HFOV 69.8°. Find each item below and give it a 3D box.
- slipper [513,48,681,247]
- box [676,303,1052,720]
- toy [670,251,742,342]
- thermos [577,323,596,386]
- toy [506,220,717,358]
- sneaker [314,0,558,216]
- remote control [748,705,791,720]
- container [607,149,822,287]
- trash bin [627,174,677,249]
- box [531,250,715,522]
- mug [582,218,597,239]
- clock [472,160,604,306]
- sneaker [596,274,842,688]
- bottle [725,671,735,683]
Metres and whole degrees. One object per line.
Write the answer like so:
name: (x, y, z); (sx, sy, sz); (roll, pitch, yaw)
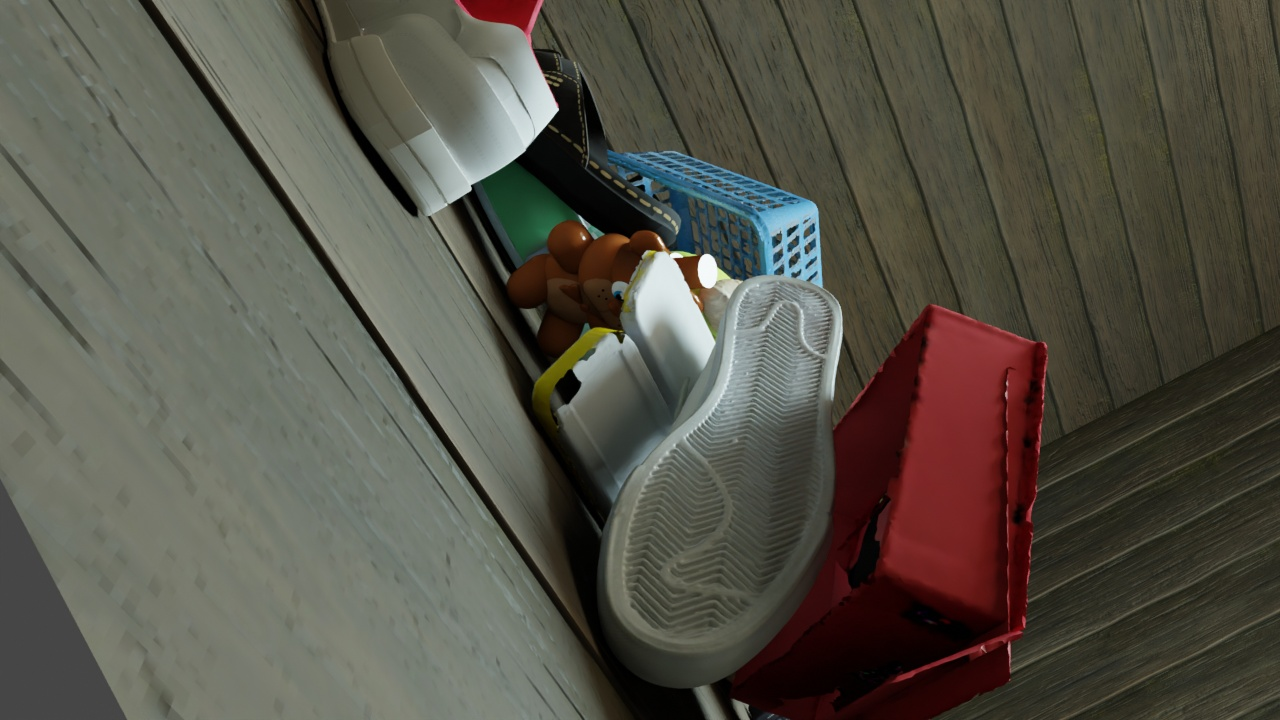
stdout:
slipper: (-0.072, -0.170, 0.595); (0.268, 0.075, 0.113); (39, -3, 12)
box: (0.103, 0.089, 0.425); (0.164, 0.153, 0.215); (60, -24, 25)
toy: (0.051, -0.034, 0.590); (0.115, 0.046, 0.092); (25, -12, 45)
thermos: (-0.004, 0.004, 0.672); (0.099, 0.099, 0.220); (61, -2, -25)
toy: (-0.015, -0.042, 0.554); (0.095, 0.128, 0.065); (53, 51, -36)
sneaker: (-0.099, -0.178, 0.456); (0.236, 0.104, 0.090); (63, 2, 41)
remote control: (0.119, 0.300, 0.720); (0.015, 0.032, 0.136); (47, -12, 52)
container: (0.078, -0.022, 0.878); (0.257, 0.089, 0.363); (34, -36, 47)
trash bin: (-0.012, -0.084, 1.037); (0.172, 0.140, 0.139); (61, 2, -31)
box: (0.024, 0.053, 0.512); (0.036, 0.129, 0.210); (1, -48, 40)
mug: (-0.041, -0.075, 0.813); (0.078, 0.112, 0.097); (-33, 131, -49)
clock: (-0.079, -0.124, 0.702); (0.161, 0.075, 0.122); (62, 2, 26)
sneaker: (0.045, 0.060, 0.430); (0.241, 0.089, 0.091); (-63, 164, -49)
bottle: (0.083, 0.207, 0.673); (0.056, 0.056, 0.105); (63, 2, 18)
